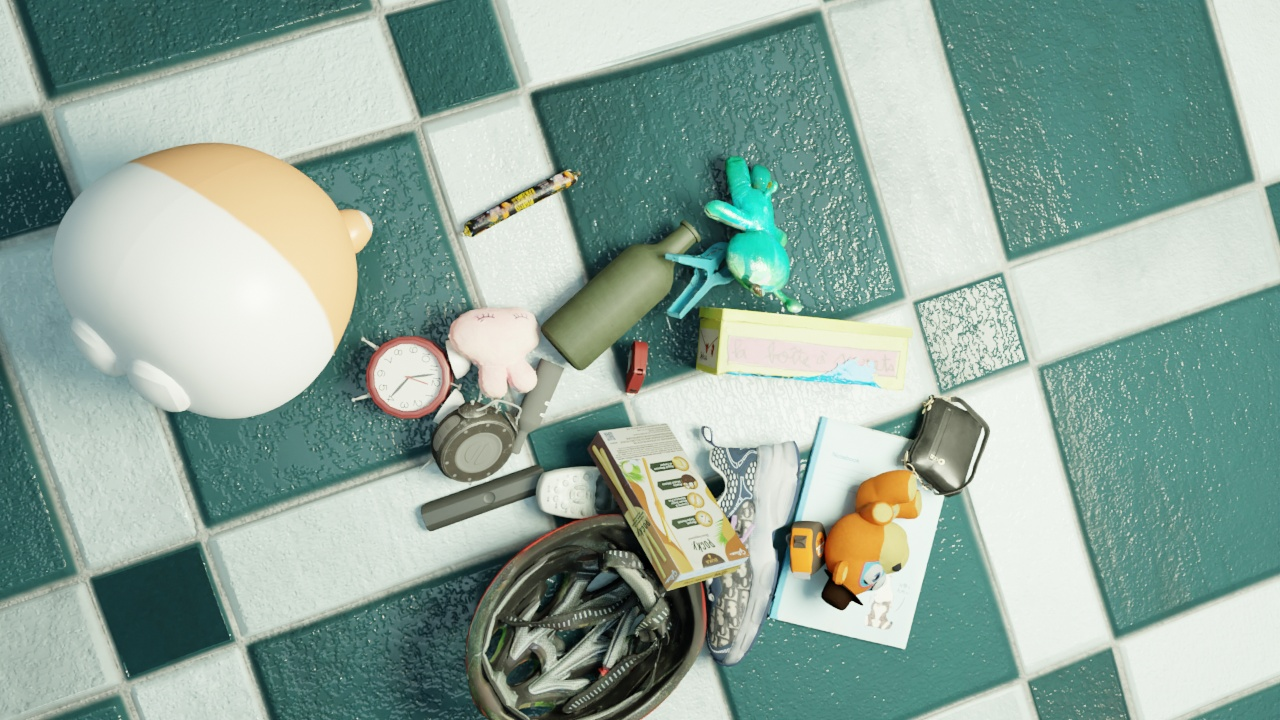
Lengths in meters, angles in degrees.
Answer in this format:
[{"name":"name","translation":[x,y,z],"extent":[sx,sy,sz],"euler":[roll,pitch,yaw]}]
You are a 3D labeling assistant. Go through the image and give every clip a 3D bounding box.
[{"name":"clip","translation":[0.104,0.194,1.018],"extent":[0.051,0.014,0.045],"euler":[-40,77,3]},{"name":"clip","translation":[0.074,-0.111,1.046],"extent":[0.119,0.027,0.103],"euler":[-26,129,-39]}]

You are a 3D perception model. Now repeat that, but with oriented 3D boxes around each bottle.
[{"name":"bottle","translation":[-0.017,-0.080,1.045],"extent":[0.206,0.071,0.071],"euler":[-43,96,-5]},{"name":"bottle","translation":[-0.123,0.055,1.054],"extent":[0.030,0.030,0.113],"euler":[24,88,-8]}]

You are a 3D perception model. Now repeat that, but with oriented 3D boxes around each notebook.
[{"name":"notebook","translation":[0.272,0.211,1.122],"extent":[0.181,0.009,0.253],"euler":[15,89,-7]}]

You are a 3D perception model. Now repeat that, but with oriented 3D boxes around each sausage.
[{"name":"sausage","translation":[-0.138,-0.181,1.052],"extent":[0.155,0.020,0.020],"euler":[-29,95,-6]}]

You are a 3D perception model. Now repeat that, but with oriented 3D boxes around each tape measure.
[{"name":"tape measure","translation":[0.193,0.218,1.078],"extent":[0.038,0.058,0.059],"euler":[-3,98,30]},{"name":"tape measure","translation":[-0.006,0.006,1.062],"extent":[0.019,0.059,0.051],"euler":[8,60,-8]}]

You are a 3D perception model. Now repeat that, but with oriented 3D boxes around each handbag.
[{"name":"handbag","translation":[0.364,0.099,1.100],"extent":[0.079,0.054,0.128],"euler":[29,67,-3]}]

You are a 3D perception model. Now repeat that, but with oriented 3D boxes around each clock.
[{"name":"clock","translation":[-0.246,0.020,1.028],"extent":[0.137,0.048,0.096],"euler":[9,90,-7]},{"name":"clock","translation":[-0.185,0.086,1.022],"extent":[0.091,0.044,0.123],"euler":[24,107,-43]}]

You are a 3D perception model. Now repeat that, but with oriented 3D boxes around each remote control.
[{"name":"remote control","translation":[-0.178,0.158,1.057],"extent":[0.146,0.015,0.033],"euler":[-19,94,-7]},{"name":"remote control","translation":[-0.063,0.152,1.057],"extent":[0.114,0.028,0.060],"euler":[5,92,-19]}]

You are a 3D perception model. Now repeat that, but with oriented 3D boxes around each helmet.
[{"name":"helmet","translation":[-0.061,0.292,0.997],"extent":[0.271,0.167,0.217],"euler":[-31,80,-15]}]

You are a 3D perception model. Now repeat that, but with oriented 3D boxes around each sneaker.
[{"name":"sneaker","translation":[0.098,0.213,1.068],"extent":[0.132,0.103,0.269],"euler":[13,89,7]}]

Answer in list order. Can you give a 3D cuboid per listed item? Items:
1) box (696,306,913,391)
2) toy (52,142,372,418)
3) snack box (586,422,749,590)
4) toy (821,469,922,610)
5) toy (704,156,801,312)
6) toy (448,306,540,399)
[{"name":"box","translation":[0.183,-0.015,1.049],"extent":[0.221,0.124,0.080],"euler":[3,93,-6]},{"name":"toy","translation":[-0.410,-0.083,0.908],"extent":[0.263,0.266,0.279],"euler":[30,58,7]},{"name":"snack box","translation":[0.029,0.154,1.002],"extent":[0.100,0.032,0.186],"euler":[-4,50,-40]},{"name":"toy","translation":[0.266,0.208,1.067],"extent":[0.176,0.112,0.096],"euler":[-47,56,-4]},{"name":"toy","translation":[0.135,-0.146,1.041],"extent":[0.130,0.073,0.193],"euler":[12,64,-38]},{"name":"toy","translation":[-0.156,-0.010,1.023],"extent":[0.108,0.053,0.105],"euler":[-11,84,-38]}]
